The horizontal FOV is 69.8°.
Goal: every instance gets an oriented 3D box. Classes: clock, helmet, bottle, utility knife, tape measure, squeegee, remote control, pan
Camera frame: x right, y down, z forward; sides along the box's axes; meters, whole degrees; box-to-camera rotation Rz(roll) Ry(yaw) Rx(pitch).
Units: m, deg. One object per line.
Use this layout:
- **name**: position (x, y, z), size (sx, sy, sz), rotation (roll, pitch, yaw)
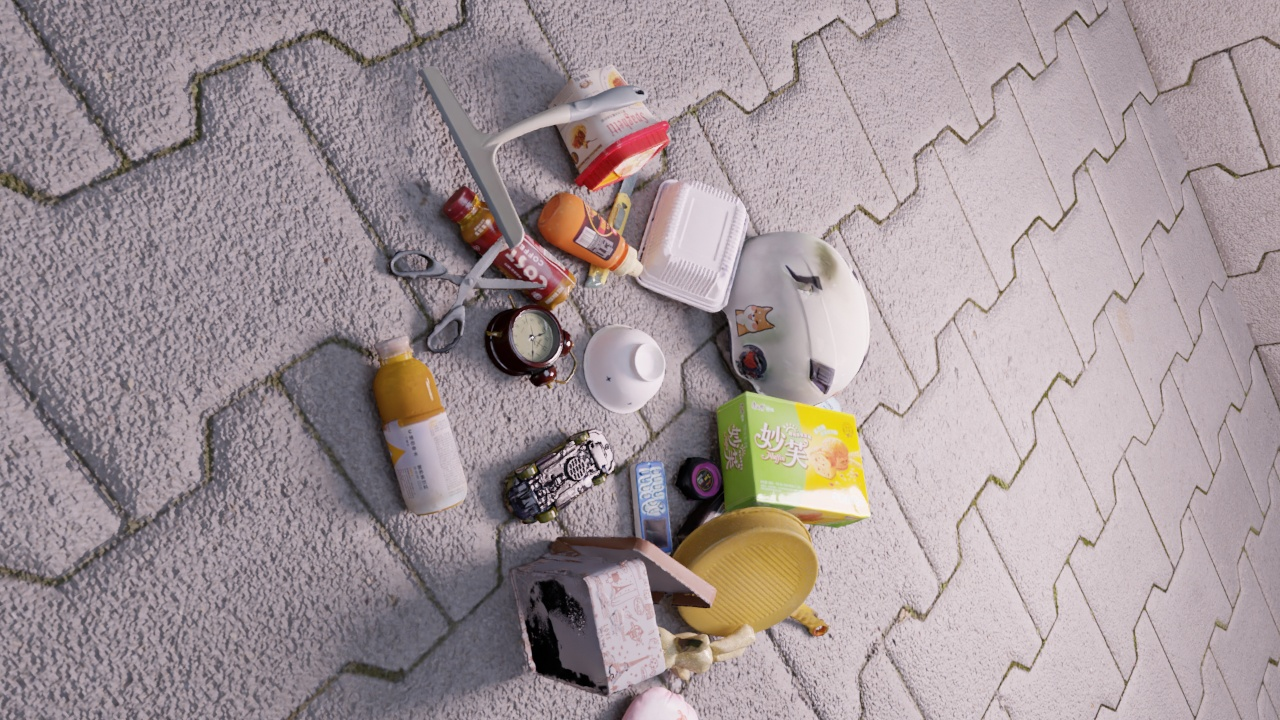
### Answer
- **clock**: position (-0.127, -0.018, 1.090), size (0.122, 0.055, 0.081), rotation (40, 60, -24)
- **helmet**: position (0.238, -0.066, 1.312), size (0.229, 0.157, 0.274), rotation (-21, 88, -38)
- **bottle**: position (-0.155, -0.133, 1.085), size (0.175, 0.058, 0.057), rotation (42, 59, -25)
- **utility knife**: position (-0.034, -0.187, 1.223), size (0.031, 0.022, 0.215), rotation (33, 59, -35)
- **tape measure**: position (0.077, 0.160, 1.235), size (0.058, 0.039, 0.057), rotation (37, 62, -23)
- **squeegee**: position (-0.095, -0.283, 1.074), size (0.246, 0.039, 0.246), rotation (-24, 79, -19)
- **bottle**: position (0.129, 0.205, 1.266), size (0.194, 0.044, 0.080), rotation (-41, 111, -36)
- **remote control**: position (0.012, 0.194, 1.186), size (0.049, 0.024, 0.125), rotation (-1, 82, -39)
- **bottle**: position (-0.057, -0.150, 1.158), size (0.149, 0.067, 0.066), rotation (32, 64, -28)
- **bottle**: position (-0.240, 0.068, 0.977), size (0.067, 0.068, 0.189), rotation (-18, 94, -39)
- **pan**: position (0.176, 0.313, 1.237), size (0.198, 0.078, 0.357), rotation (-38, 124, 10)

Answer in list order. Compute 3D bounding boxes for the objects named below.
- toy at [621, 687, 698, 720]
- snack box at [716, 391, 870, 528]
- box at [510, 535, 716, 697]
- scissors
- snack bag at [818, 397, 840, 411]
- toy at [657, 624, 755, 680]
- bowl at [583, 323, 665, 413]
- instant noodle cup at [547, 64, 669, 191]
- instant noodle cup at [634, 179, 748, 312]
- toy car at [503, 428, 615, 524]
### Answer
- **toy**: position (0.009, 0.481, 1.121), size (0.121, 0.054, 0.159), rotation (48, 65, -22)
- **snack box**: position (0.213, 0.142, 1.275), size (0.209, 0.070, 0.157), rotation (13, 61, -30)
- **box**: position (-0.027, 0.267, 1.045), size (0.174, 0.183, 0.152), rotation (-9, 89, -36)
- **scissors**: position (-0.194, -0.083, 1.036), size (0.179, 0.014, 0.159), rotation (6, 92, -14)
- **snack bag**: position (0.265, 0.133, 1.390), size (0.110, 0.039, 0.190), rotation (37, 59, -19)
- **toy**: position (0.071, 0.361, 1.157), size (0.157, 0.105, 0.066), rotation (-1, 55, -22)
- **bowl**: position (-0.007, 0.007, 1.176), size (0.118, 0.065, 0.118), rotation (7, 79, -38)
- **instant noodle cup**: position (-0.046, -0.300, 1.175), size (0.116, 0.117, 0.124), rotation (-32, 90, -38)
- **instant noodle cup**: position (0.077, -0.167, 1.245), size (0.138, 0.060, 0.173), rotation (20, 67, -8)
- **toy car**: position (-0.094, 0.137, 1.099), size (0.157, 0.042, 0.070), rotation (-29, 101, -37)
